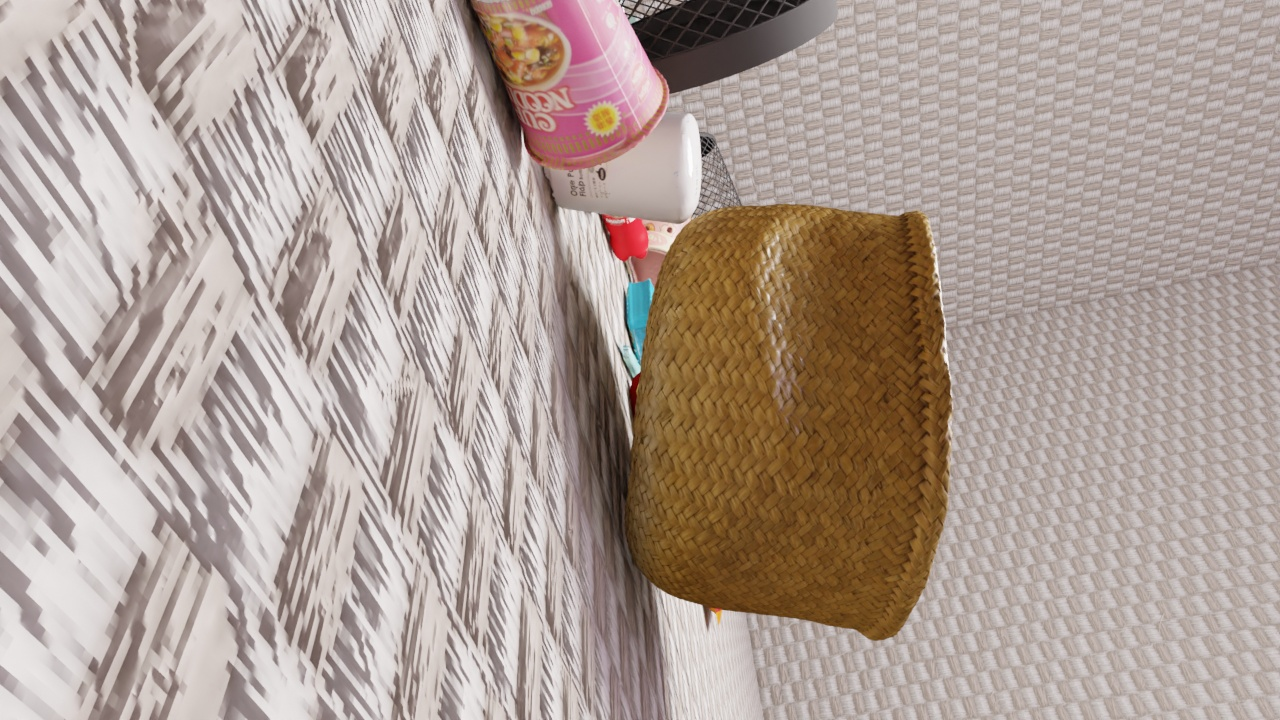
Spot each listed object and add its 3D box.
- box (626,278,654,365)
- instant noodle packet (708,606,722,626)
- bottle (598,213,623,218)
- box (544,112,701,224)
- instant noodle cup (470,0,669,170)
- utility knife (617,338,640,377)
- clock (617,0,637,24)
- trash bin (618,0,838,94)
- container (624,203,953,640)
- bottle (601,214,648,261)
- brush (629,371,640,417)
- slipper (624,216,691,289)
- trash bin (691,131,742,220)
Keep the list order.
[{"bbox_3d":[0.026,0.023,1.067,0.094,0.041,0.227,-94,171,-59],"label":"box"},{"bbox_3d":[0.094,0.259,1.320,0.160,0.032,0.220,44,35,-81],"label":"instant noodle packet"},{"bbox_3d":[-0.024,-0.171,0.821,0.131,0.061,0.061,84,-5,-67],"label":"bottle"},{"bbox_3d":[-0.017,-0.154,0.684,0.141,0.140,0.084,-63,158,-57],"label":"box"},{"bbox_3d":[-0.045,-0.183,0.529,0.109,0.098,0.097,59,18,-50],"label":"instant noodle cup"},{"bbox_3d":[-0.005,0.005,0.920,0.126,0.015,0.022,62,15,-66],"label":"utility knife"},{"bbox_3d":[-0.046,-0.402,1.035,0.121,0.075,0.162,-88,165,-68],"label":"clock"},{"bbox_3d":[0.015,-0.318,0.613,0.217,0.218,0.227,-92,163,-61],"label":"trash bin"},{"bbox_3d":[0.098,0.043,0.684,0.307,0.196,0.307,8,88,-84],"label":"container"},{"bbox_3d":[-0.022,-0.160,0.952,0.142,0.042,0.041,72,9,-51],"label":"bottle"},{"bbox_3d":[0.038,0.077,0.856,0.042,0.082,0.173,67,12,-63],"label":"brush"},{"bbox_3d":[0.018,-0.141,1.116,0.081,0.093,0.197,-60,140,-66],"label":"slipper"},{"bbox_3d":[0.064,-0.186,1.263,0.184,0.184,0.210,28,45,-83],"label":"trash bin"}]
